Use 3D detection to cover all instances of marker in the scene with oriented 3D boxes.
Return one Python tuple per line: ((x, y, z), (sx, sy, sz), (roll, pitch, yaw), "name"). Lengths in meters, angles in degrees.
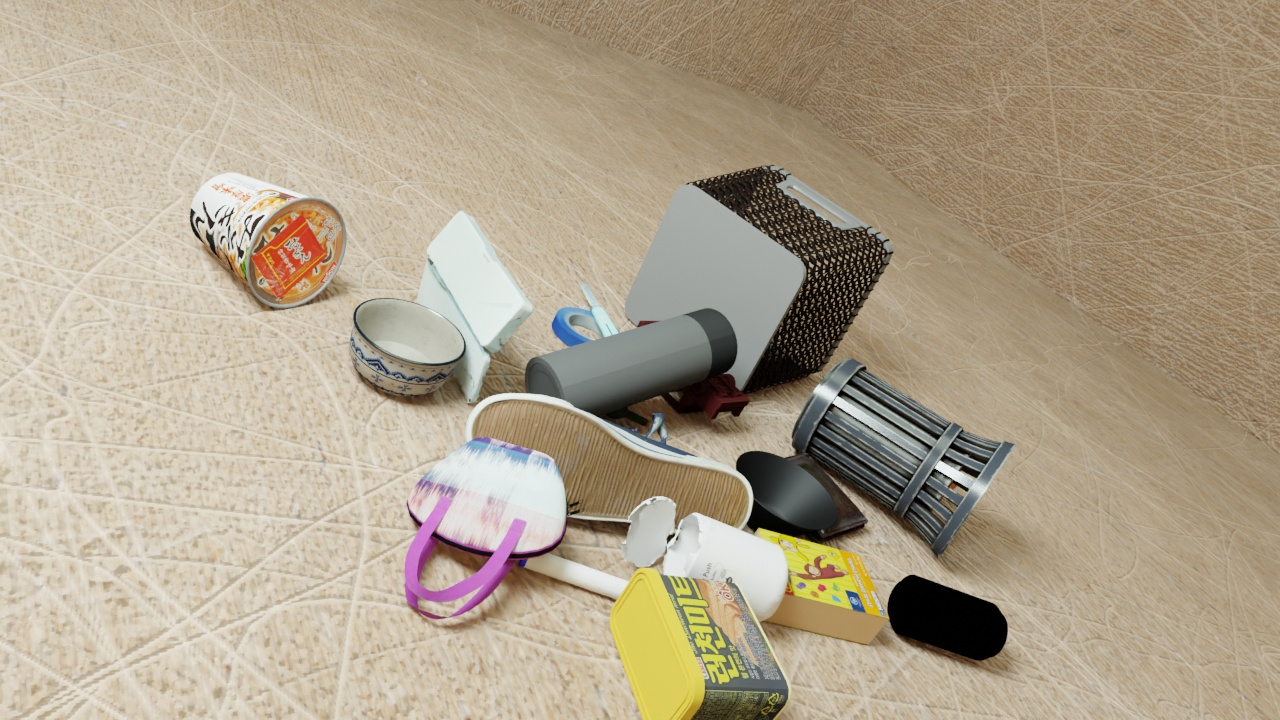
((-0.038, 0.196, 0.812), (0.141, 0.020, 0.020), (22, 27, -11), "marker")

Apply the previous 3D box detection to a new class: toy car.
((0.058, 0.018, 1.172), (0.070, 0.062, 0.170), (-2, 39, -45), "toy car")

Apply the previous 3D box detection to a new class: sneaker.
((-0.037, 0.098, 0.926), (0.294, 0.120, 0.127), (19, -2, -18), "sneaker")

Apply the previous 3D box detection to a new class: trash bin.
((0.318, 0.111, 1.147), (0.227, 0.164, 0.163), (34, 27, 21), "trash bin")

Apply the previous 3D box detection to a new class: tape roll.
((-0.070, -0.038, 1.203), (0.091, 0.016, 0.092), (38, 28, 19), "tape roll")

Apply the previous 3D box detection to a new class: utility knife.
((-0.052, -0.056, 1.218), (0.022, 0.015, 0.168), (-17, 40, -12), "utility knife")

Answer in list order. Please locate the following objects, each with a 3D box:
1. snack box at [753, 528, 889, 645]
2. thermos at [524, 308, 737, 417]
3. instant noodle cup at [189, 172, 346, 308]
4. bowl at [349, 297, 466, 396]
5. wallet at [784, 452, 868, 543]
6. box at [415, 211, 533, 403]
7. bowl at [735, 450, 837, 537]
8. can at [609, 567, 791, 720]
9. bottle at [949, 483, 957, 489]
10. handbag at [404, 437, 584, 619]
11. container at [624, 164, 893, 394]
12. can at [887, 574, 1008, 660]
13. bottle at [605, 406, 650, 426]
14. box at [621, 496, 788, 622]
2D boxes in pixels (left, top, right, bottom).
((0.174, 0.228, 0.926), (0.125, 0.040, 0.088), (18, 28, -19), "snack box")
((-0.006, 0.006, 1.037), (0.239, 0.082, 0.082), (-17, 49, -34), "thermos")
((-0.401, -0.136, 0.972), (0.122, 0.124, 0.123), (29, 25, 23), "instant noodle cup")
((-0.243, -0.007, 0.938), (0.115, 0.059, 0.115), (22, 27, -12), "bowl")
((0.202, 0.162, 1.090), (0.099, 0.031, 0.120), (-6, 44, -44), "wallet")
((-0.193, -0.064, 0.998), (0.043, 0.136, 0.197), (17, 26, -41), "box")
((0.148, 0.160, 1.011), (0.124, 0.053, 0.123), (22, 27, -12), "bowl")
((0.048, 0.241, 0.752), (0.101, 0.073, 0.130), (14, 29, -30), "can")
((0.393, 0.137, 1.270), (0.063, 0.063, 0.109), (5, 34, -38), "bottle")
((-0.137, 0.144, 0.763), (0.144, 0.068, 0.169), (15, 33, 10), "handbag")
((0.161, -0.114, 1.308), (0.247, 0.246, 0.243), (40, 32, 23), "container")
((0.321, 0.270, 0.963), (0.114, 0.063, 0.063), (21, 27, -13), "can")
((-0.037, 0.051, 1.065), (0.106, 0.025, 0.025), (26, 26, -2), "bottle")
((0.053, 0.182, 0.854), (0.161, 0.081, 0.092), (25, 11, -16), "box")
